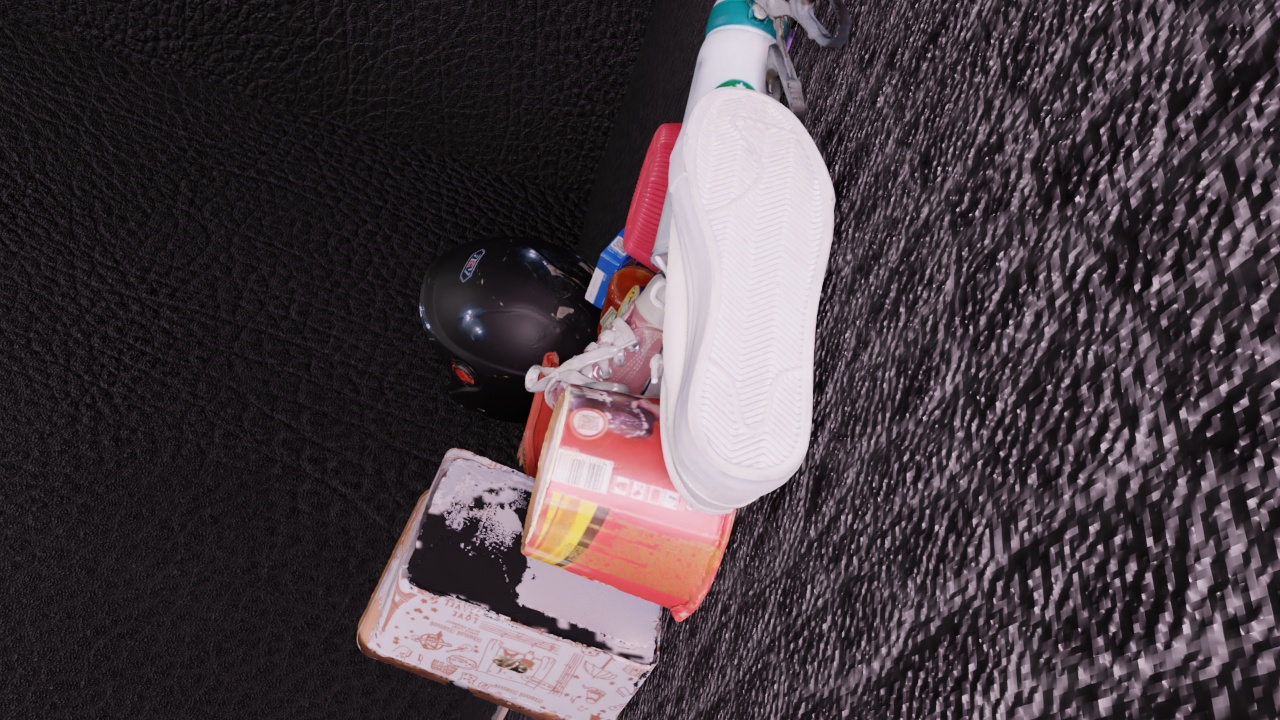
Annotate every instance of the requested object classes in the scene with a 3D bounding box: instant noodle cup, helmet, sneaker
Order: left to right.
[{"bbox_3d":[-0.147,-0.048,1.210,0.231,0.274,0.232,-13,44,49],"label":"helmet"},{"bbox_3d":[-0.077,0.100,0.980,0.164,0.079,0.189,-84,-7,-49],"label":"instant noodle cup"},{"bbox_3d":[-0.034,0.021,0.774,0.241,0.087,0.118,-59,31,14],"label":"sneaker"},{"bbox_3d":[-0.009,0.078,0.572,0.138,0.108,0.138,-165,91,-82],"label":"instant noodle cup"},{"bbox_3d":[0.030,-0.165,0.924,0.194,0.066,0.194,-165,91,-81],"label":"instant noodle cup"},{"bbox_3d":[0.051,-0.033,0.498,0.091,0.089,0.241,112,164,-63],"label":"sneaker"}]

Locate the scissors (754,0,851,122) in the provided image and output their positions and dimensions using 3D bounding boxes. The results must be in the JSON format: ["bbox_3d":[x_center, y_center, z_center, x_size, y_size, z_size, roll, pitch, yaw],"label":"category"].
[{"bbox_3d":[0.091,-0.238,0.621,0.159,0.014,0.175,-159,65,-65],"label":"scissors"}]

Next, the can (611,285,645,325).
[{"bbox_3d":[0.000,-0.025,0.911,0.148,0.049,0.074,130,154,-70],"label":"can"}]

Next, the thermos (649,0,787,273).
[{"bbox_3d":[0.064,-0.174,0.688,0.073,0.073,0.224,142,142,-76],"label":"thermos"}]

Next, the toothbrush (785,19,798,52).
[{"bbox_3d":[0.090,-0.186,0.740,0.014,0.016,0.189,-109,36,-66],"label":"toothbrush"}]

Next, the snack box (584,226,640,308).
[{"bbox_3d":[-0.005,-0.136,1.054,0.156,0.026,0.085,-53,-6,-35],"label":"snack box"}]

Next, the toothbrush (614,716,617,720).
[{"bbox_3d":[-0.023,0.270,0.629,0.190,0.015,0.017,-99,19,-71],"label":"toothbrush"}]

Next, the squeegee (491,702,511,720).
[{"bbox_3d":[-0.095,0.231,0.887,0.247,0.040,0.250,-62,11,-8],"label":"squeegee"}]

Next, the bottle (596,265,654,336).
[{"bbox_3d":[-0.023,-0.029,1.050,0.207,0.060,0.059,110,172,-58],"label":"bottle"}]

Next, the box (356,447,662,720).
[{"bbox_3d":[-0.101,0.183,0.660,0.153,0.182,0.181,-82,18,-57],"label":"box"}]
